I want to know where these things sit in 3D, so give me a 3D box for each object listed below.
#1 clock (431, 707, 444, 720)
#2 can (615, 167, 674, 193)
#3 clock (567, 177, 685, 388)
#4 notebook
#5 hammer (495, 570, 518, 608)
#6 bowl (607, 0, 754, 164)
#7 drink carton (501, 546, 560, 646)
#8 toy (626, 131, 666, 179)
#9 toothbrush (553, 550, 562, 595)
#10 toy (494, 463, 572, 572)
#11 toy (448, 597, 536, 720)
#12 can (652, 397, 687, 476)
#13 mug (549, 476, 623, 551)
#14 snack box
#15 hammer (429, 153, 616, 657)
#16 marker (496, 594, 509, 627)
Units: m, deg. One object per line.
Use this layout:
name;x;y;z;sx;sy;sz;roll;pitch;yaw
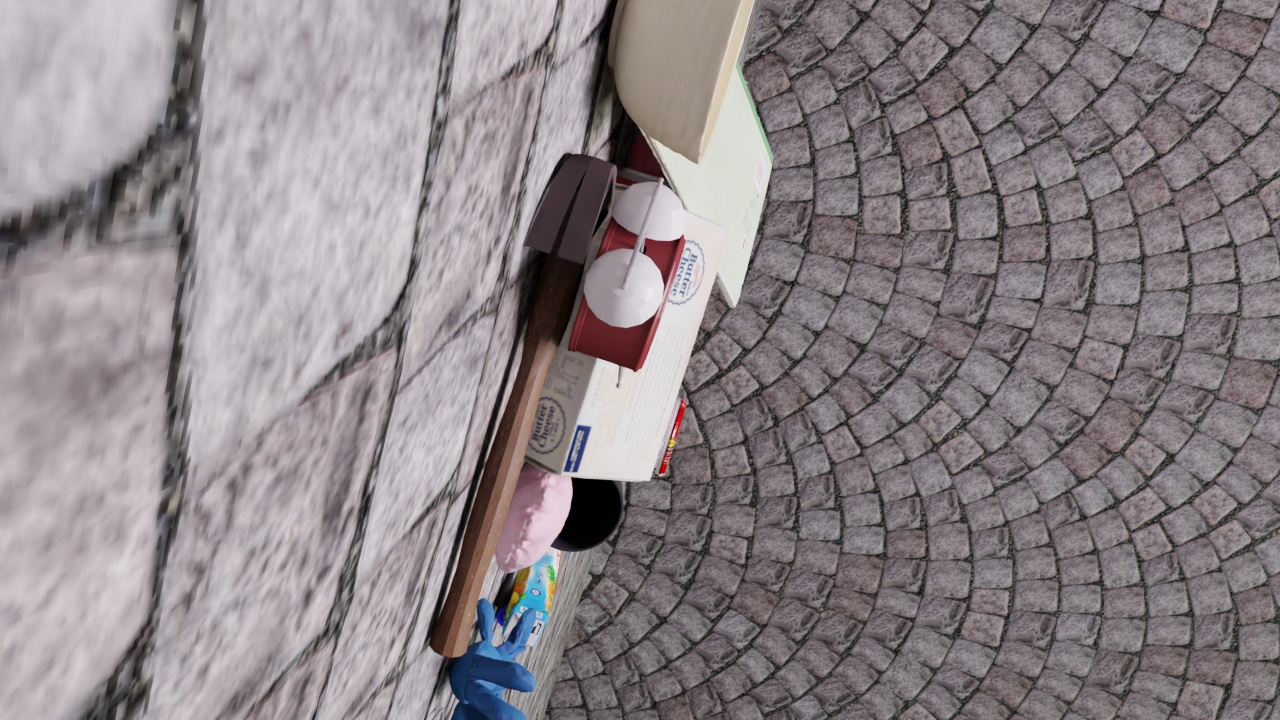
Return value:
clock;-0.155;0.329;0.687;0.091;0.044;0.122;72;35;-85
can;-0.007;-0.096;0.752;0.063;0.063;0.114;-59;166;-78
clock;-0.006;-0.047;0.556;0.138;0.048;0.096;112;-3;-60
notebook;0.060;-0.190;0.762;0.252;0.010;0.181;55;45;-50
hammer;-0.078;0.083;0.897;0.095;0.015;0.324;155;-43;-77
bowl;0.025;-0.206;0.573;0.150;0.075;0.150;21;85;-87
drink carton;-0.105;0.220;0.898;0.128;0.038;0.044;-85;-162;-65
toy;0.060;-0.174;0.866;0.212;0.084;0.142;-25;117;-61
toothbrush;-0.090;0.174;1.001;0.016;0.016;0.166;40;55;-83
toy;-0.081;0.112;0.682;0.096;0.053;0.099;127;-13;-77
toy;-0.117;0.252;0.720;0.176;0.071;0.112;131;-23;-79
can;-0.018;0.065;0.979;0.086;0.116;0.086;22;86;-87
mug;-0.072;0.122;0.814;0.119;0.085;0.100;-43;-166;6
snack box;-0.014;-0.017;0.681;0.104;0.057;0.208;12;97;-50
hammer;-0.075;0.031;0.569;0.115;0.033;0.323;-63;171;-83
marker;-0.122;0.234;0.962;0.133;0.023;0.027;-63;148;-74
